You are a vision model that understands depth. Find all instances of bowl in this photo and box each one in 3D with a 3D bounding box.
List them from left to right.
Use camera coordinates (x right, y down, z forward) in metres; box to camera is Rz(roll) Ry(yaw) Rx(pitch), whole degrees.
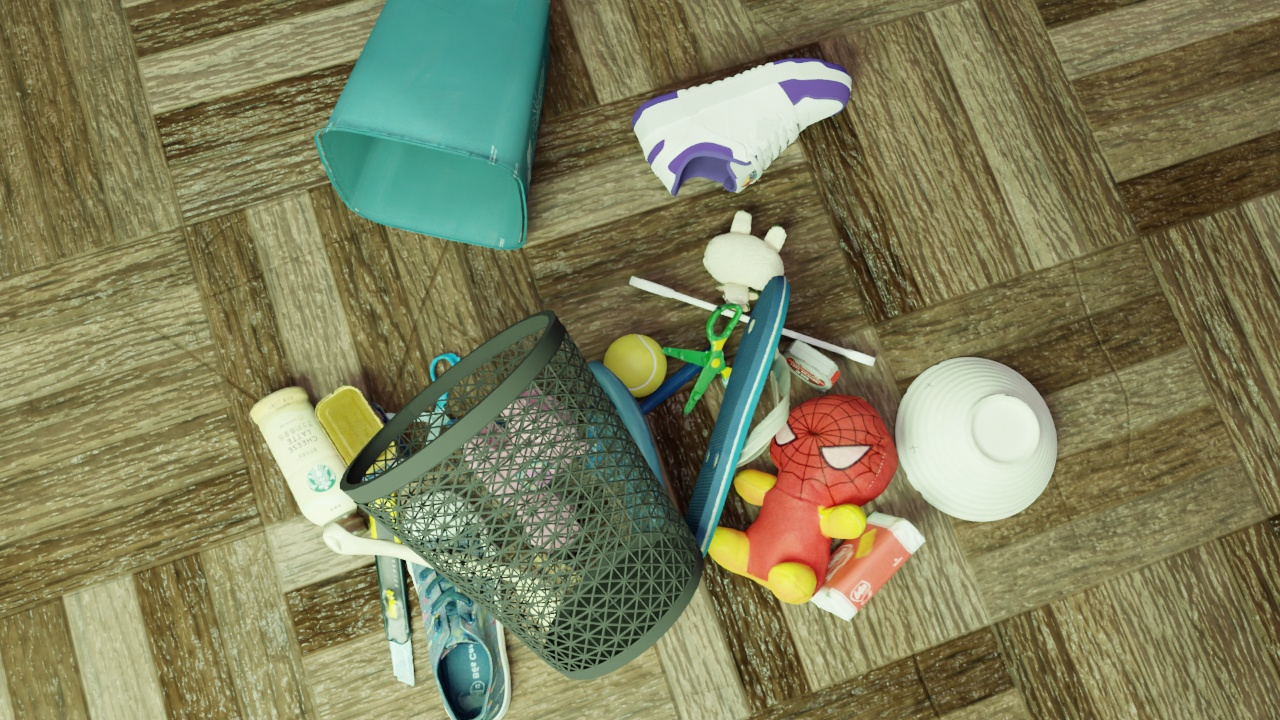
[{"bbox_3d":[0.361,0.076,0.949,0.177,0.071,0.177,1,79,-4],"label":"bowl"}]

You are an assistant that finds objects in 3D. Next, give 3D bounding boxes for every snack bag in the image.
[{"bbox_3d":[0.220,0.202,0.911,0.115,0.077,0.036,-43,96,-10],"label":"snack bag"}]

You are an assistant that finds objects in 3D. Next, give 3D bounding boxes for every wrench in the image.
[{"bbox_3d":[0.119,-0.042,0.971,0.273,0.047,0.009,18,96,-2],"label":"wrench"}]

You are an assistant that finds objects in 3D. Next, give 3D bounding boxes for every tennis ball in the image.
[{"bbox_3d":[-0.006,0.006,0.941,0.065,0.065,0.065,1,79,-4],"label":"tennis ball"}]

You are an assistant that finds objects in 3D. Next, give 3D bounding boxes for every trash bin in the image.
[{"bbox_3d":[-0.188,-0.260,0.925,0.199,0.197,0.218,12,72,-2],"label":"trash bin"},{"bbox_3d":[-0.083,0.121,0.768,0.216,0.217,0.243,-41,106,-10],"label":"trash bin"}]

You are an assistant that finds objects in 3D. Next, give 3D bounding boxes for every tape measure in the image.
[{"bbox_3d":[0.178,0.005,0.956,0.060,0.062,0.020,36,79,7],"label":"tape measure"}]

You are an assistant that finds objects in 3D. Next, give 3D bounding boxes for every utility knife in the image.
[{"bbox_3d":[-0.245,0.220,0.909,0.029,0.020,0.203,-10,81,-4],"label":"utility knife"}]

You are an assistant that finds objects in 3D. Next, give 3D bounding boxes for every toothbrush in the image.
[{"bbox_3d":[0.008,0.047,0.958,0.189,0.017,0.016,-39,89,-10],"label":"toothbrush"}]

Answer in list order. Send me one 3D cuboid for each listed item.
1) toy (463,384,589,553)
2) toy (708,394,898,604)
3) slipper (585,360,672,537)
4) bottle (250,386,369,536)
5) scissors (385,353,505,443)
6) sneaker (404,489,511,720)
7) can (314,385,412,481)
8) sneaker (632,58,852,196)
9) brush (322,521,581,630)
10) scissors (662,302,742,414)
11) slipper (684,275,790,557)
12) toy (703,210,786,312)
[{"bbox_3d":[-0.101,0.109,0.900,0.123,0.067,0.157,-41,90,21],"label":"toy"},{"bbox_3d":[0.168,0.131,0.910,0.148,0.099,0.216,26,75,35],"label":"toy"},{"bbox_3d":[-0.017,0.103,0.890,0.059,0.104,0.214,-18,96,-18],"label":"slipper"},{"bbox_3d":[-0.322,0.107,0.905,0.056,0.056,0.162,-30,83,-9],"label":"bottle"},{"bbox_3d":[-0.198,0.059,0.945,0.133,0.014,0.127,22,80,0],"label":"scissors"},{"bbox_3d":[-0.173,0.236,0.878,0.087,0.079,0.235,-14,80,-6],"label":"sneaker"},{"bbox_3d":[-0.270,0.077,0.902,0.054,0.059,0.100,-36,70,-9],"label":"can"},{"bbox_3d":[0.120,-0.243,0.988,0.244,0.092,0.111,-15,81,-2],"label":"sneaker"},{"bbox_3d":[-0.160,0.189,0.833,0.272,0.062,0.077,28,45,-34],"label":"brush"},{"bbox_3d":[0.080,0.002,0.948,0.131,0.011,0.125,25,96,-26],"label":"scissors"},{"bbox_3d":[0.107,0.058,0.874,0.060,0.118,0.294,19,82,0],"label":"slipper"},{"bbox_3d":[0.110,-0.102,0.977,0.087,0.050,0.112,17,83,-2],"label":"toy"}]
